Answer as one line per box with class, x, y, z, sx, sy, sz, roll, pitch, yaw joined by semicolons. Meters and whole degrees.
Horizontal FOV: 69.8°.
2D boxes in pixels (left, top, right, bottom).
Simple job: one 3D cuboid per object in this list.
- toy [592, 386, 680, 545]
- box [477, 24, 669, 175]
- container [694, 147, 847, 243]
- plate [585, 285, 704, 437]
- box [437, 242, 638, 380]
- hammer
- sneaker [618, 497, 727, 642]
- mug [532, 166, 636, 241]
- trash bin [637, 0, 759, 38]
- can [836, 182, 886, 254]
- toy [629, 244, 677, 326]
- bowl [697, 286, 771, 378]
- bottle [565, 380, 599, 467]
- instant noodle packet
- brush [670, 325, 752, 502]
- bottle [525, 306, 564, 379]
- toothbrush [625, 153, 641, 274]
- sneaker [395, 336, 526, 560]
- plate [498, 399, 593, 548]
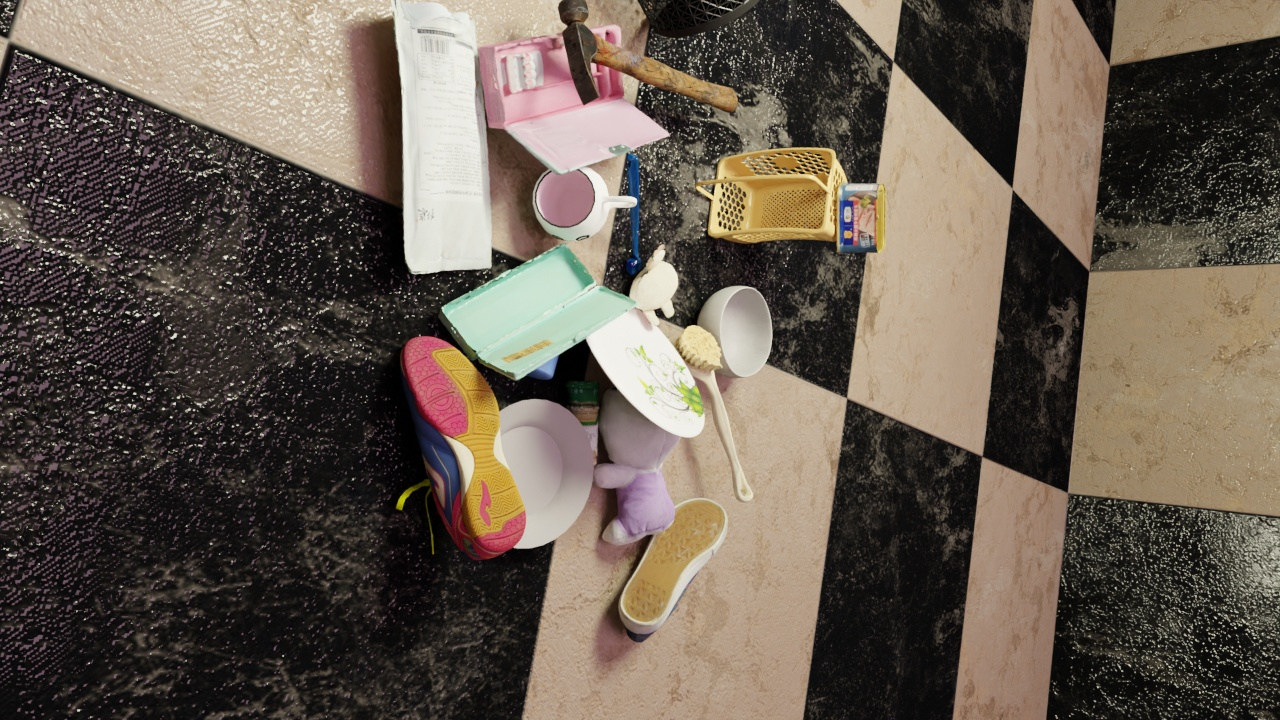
toy;0.000;0.132;1.188;0.137;0.086;0.209;-13;106;-46
box;-0.081;-0.303;1.078;0.232;0.075;0.172;-32;97;-48
container;0.190;-0.237;1.309;0.166;0.184;0.129;17;79;-56
plate;-0.007;0.007;1.141;0.229;0.030;0.229;41;24;-24
box;-0.111;-0.052;1.019;0.186;0.138;0.056;-33;156;-33
hammer;0.025;-0.347;1.142;0.329;0.033;0.120;-2;79;-52
sneaker;0.040;0.285;1.256;0.234;0.087;0.079;-48;159;-40
mug;-0.064;-0.185;1.076;0.076;0.124;0.090;-2;94;-82
trash bin;0.046;-0.552;1.131;0.216;0.217;0.243;-57;136;-30
can;0.310;-0.200;1.286;0.053;0.059;0.100;-34;124;-58
toy;0.019;-0.101;1.221;0.087;0.050;0.112;-40;126;-42
bowl;0.129;-0.041;1.337;0.131;0.064;0.132;-2;93;-48
bottle;-0.072;0.080;1.133;0.042;0.043;0.110;-1;93;-48
instant noodle packet;-0.209;-0.229;0.965;0.146;0.057;0.269;-16;108;-61
brush;0.108;0.079;1.287;0.061;0.077;0.272;-29;105;-31
bottle;-0.110;-0.046;1.081;0.048;0.048;0.131;29;70;-45
toothbrush;-0.010;-0.178;1.149;0.017;0.016;0.190;-44;152;-29
sneaker;-0.204;0.095;0.962;0.116;0.091;0.241;-16;81;-38
plate;-0.131;0.131;1.071;0.172;0.019;0.173;-2;94;-38
